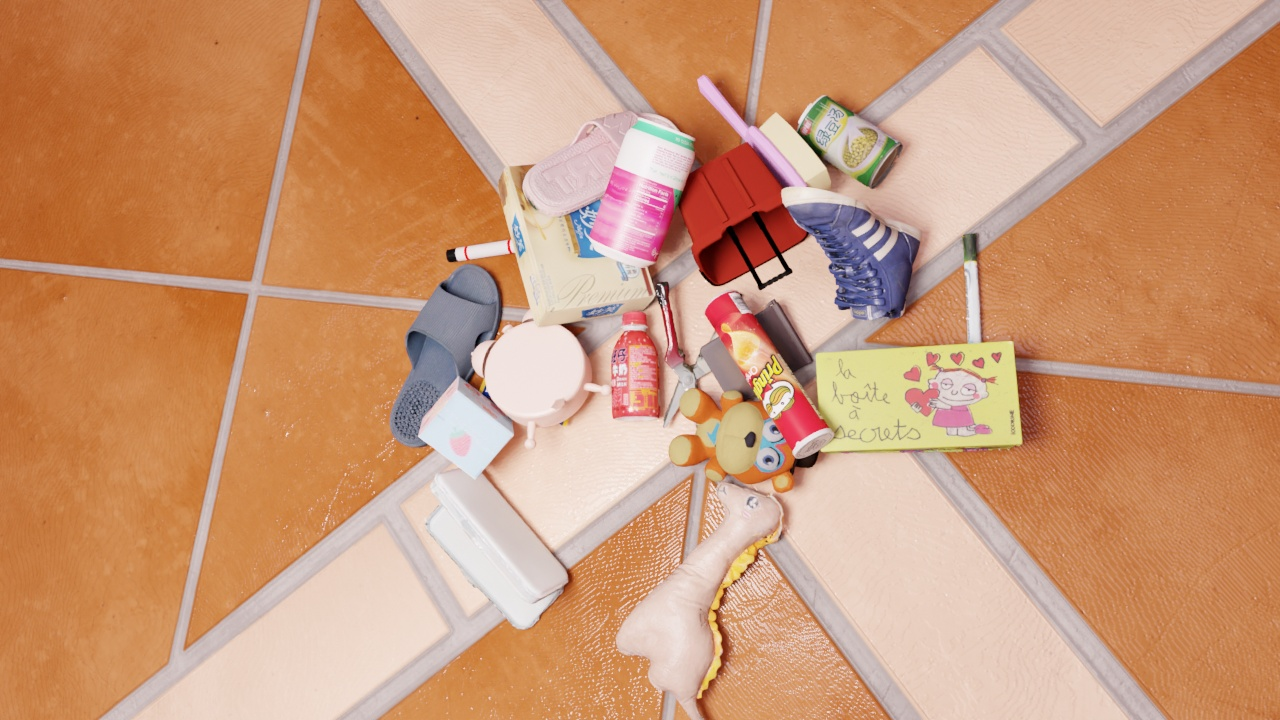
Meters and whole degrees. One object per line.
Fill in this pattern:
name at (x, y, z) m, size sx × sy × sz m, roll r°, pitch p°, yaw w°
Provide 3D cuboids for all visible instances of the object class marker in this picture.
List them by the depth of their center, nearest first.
marker at (0.400, -0.082, 1.105) m, size 0.017 × 0.017 × 0.146 m, roll -2°, pitch 79°, yaw 14°
marker at (-0.198, -0.155, 1.270) m, size 0.146 × 0.019 × 0.019 m, roll -7°, pitch 78°, yaw 13°

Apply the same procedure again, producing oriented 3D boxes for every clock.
clock at (-0.133, 0.012, 1.164) m, size 0.131 × 0.086 × 0.160 m, roll -35°, pitch 61°, yaw -4°

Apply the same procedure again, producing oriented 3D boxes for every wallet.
wallet at (0.143, -0.009, 1.146) m, size 0.115 × 0.018 × 0.091 m, roll -31°, pitch 92°, yaw 4°

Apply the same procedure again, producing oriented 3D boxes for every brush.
brush at (0.156, -0.287, 1.168) m, size 0.043 × 0.089 × 0.228 m, roll -37°, pitch 73°, yaw 0°

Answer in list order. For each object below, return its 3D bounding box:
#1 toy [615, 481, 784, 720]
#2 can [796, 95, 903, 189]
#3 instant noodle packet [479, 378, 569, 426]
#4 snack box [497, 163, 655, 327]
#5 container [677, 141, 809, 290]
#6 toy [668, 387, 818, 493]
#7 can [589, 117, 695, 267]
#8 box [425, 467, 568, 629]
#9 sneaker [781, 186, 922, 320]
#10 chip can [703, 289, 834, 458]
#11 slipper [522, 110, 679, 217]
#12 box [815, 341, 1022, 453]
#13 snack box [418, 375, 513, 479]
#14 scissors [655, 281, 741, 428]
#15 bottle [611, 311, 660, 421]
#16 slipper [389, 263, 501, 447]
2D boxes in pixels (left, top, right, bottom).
toy at (0.095, 0.283, 1.100) m, size 0.264 × 0.065 × 0.196 m, roll -43°, pitch 81°, yaw -3°
can at (0.259, -0.274, 1.150) m, size 0.121 × 0.067 × 0.067 m, roll 38°, pitch 91°, yaw 17°
instant noodle packet at (-0.143, 0.027, 1.219) m, size 0.134 × 0.026 × 0.087 m, roll 18°, pitch 80°, yaw 17°
snack box at (-0.084, -0.157, 1.185) m, size 0.153 × 0.055 × 0.207 m, roll -11°, pitch 75°, yaw -22°
container at (0.134, -0.151, 1.128) m, size 0.148 × 0.127 × 0.200 m, roll -29°, pitch 64°, yaw 8°
toy at (0.126, 0.096, 1.110) m, size 0.176 × 0.096 × 0.112 m, roll 12°, pitch 83°, yaw 5°
can at (0.003, -0.201, 1.112) m, size 0.088 × 0.088 × 0.166 m, roll 25°, pitch 103°, yaw 17°
box at (-0.192, 0.235, 1.153) m, size 0.211 × 0.105 × 0.130 m, roll 40°, pitch 95°, yaw 18°
sneaker at (0.237, -0.113, 1.063) m, size 0.092 × 0.232 × 0.118 m, roll 10°, pitch 90°, yaw 47°
chip can at (0.147, 0.012, 1.077) m, size 0.052 × 0.052 × 0.214 m, roll -33°, pitch 64°, yaw 6°
slipper at (-0.043, -0.264, 1.172) m, size 0.238 × 0.065 × 0.094 m, roll -32°, pitch 82°, yaw -25°
box at (0.318, 0.047, 1.070) m, size 0.221 × 0.083 × 0.124 m, roll -1°, pitch 80°, yaw 13°
snack box at (-0.223, 0.085, 1.176) m, size 0.093 × 0.095 × 0.079 m, roll 40°, pitch 91°, yaw -15°
scissors at (0.068, -0.017, 1.166) m, size 0.179 × 0.015 × 0.196 m, roll -33°, pitch 93°, yaw -9°
bottle at (-0.007, 0.007, 1.170) m, size 0.062 × 0.062 × 0.137 m, roll -4°, pitch 78°, yaw 14°
slipper at (-0.270, -0.009, 1.230) m, size 0.101 × 0.082 × 0.263 m, roll 22°, pitch 86°, yaw 15°
